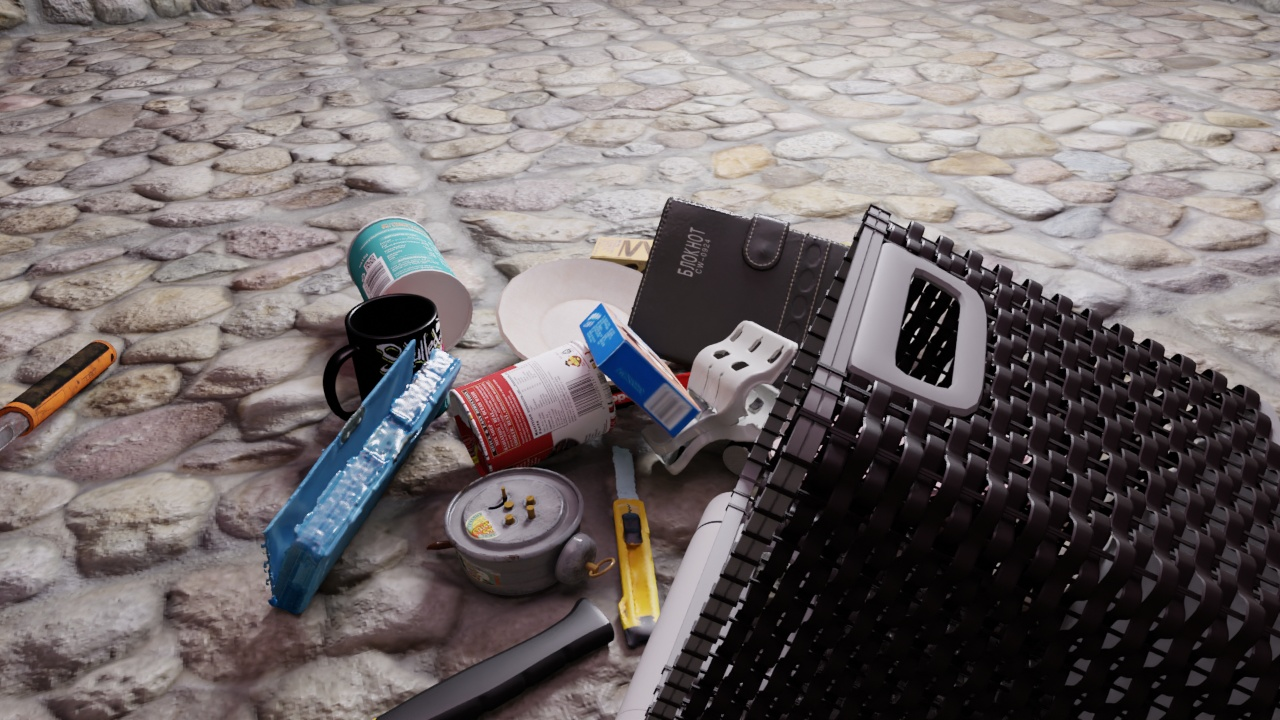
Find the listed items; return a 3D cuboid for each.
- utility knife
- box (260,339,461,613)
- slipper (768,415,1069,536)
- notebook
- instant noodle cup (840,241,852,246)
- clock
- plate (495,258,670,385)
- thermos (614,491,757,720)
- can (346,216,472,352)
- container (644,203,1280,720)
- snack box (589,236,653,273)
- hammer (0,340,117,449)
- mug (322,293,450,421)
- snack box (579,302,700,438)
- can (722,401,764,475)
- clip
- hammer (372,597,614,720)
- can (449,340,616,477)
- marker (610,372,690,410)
[{"bbox_3d":[-0.008,0.135,0.717,0.030,0.019,0.217,4,29,-9],"label":"utility knife"},{"bbox_3d":[-0.219,0.081,0.717,0.054,0.093,0.230,31,40,-7],"label":"box"},{"bbox_3d":[0.214,0.096,0.722,0.240,0.064,0.094,4,35,32],"label":"slipper"},{"bbox_3d":[0.104,-0.060,0.879,0.209,0.029,0.169,17,79,2],"label":"notebook"},{"bbox_3d":[0.156,-0.076,0.943,0.112,0.100,0.100,3,33,-7],"label":"instant noodle cup"},{"bbox_3d":[-0.082,0.130,0.685,0.148,0.056,0.103,17,37,29],"label":"clock"},{"bbox_3d":[-0.050,-0.035,0.919,0.188,0.027,0.188,6,43,-6],"label":"plate"},{"bbox_3d":[0.040,0.173,0.617,0.052,0.052,0.223,10,35,16],"label":"thermos"},{"bbox_3d":[-0.247,-0.079,0.972,0.099,0.099,0.144,-15,36,-21],"label":"can"},{"bbox_3d":[0.179,0.103,0.512,0.244,0.246,0.246,24,37,6],"label":"container"},{"bbox_3d":[0.048,-0.100,1.033,0.207,0.057,0.056,5,35,9],"label":"snack box"},{"bbox_3d":[-0.524,0.056,0.792,0.035,0.138,0.314,-5,20,-7],"label":"hammer"},{"bbox_3d":[-0.235,0.007,0.838,0.082,0.098,0.117,25,41,34],"label":"mug"},{"bbox_3d":[-0.005,0.005,0.772,0.034,0.087,0.151,-45,17,3],"label":"snack box"},{"bbox_3d":[0.102,0.066,0.800,0.031,0.032,0.080,17,37,25],"label":"can"},{"bbox_3d":[0.077,0.044,0.778,0.099,0.152,0.126,35,2,-15],"label":"clip"},{"bbox_3d":[-0.157,0.230,0.560,0.322,0.029,0.127,-20,38,-28],"label":"hammer"},{"bbox_3d":[-0.091,0.043,0.780,0.116,0.087,0.086,-23,39,-20],"label":"can"},{"bbox_3d":[-0.019,0.036,0.860,0.145,0.021,0.023,-12,51,-16],"label":"marker"}]
